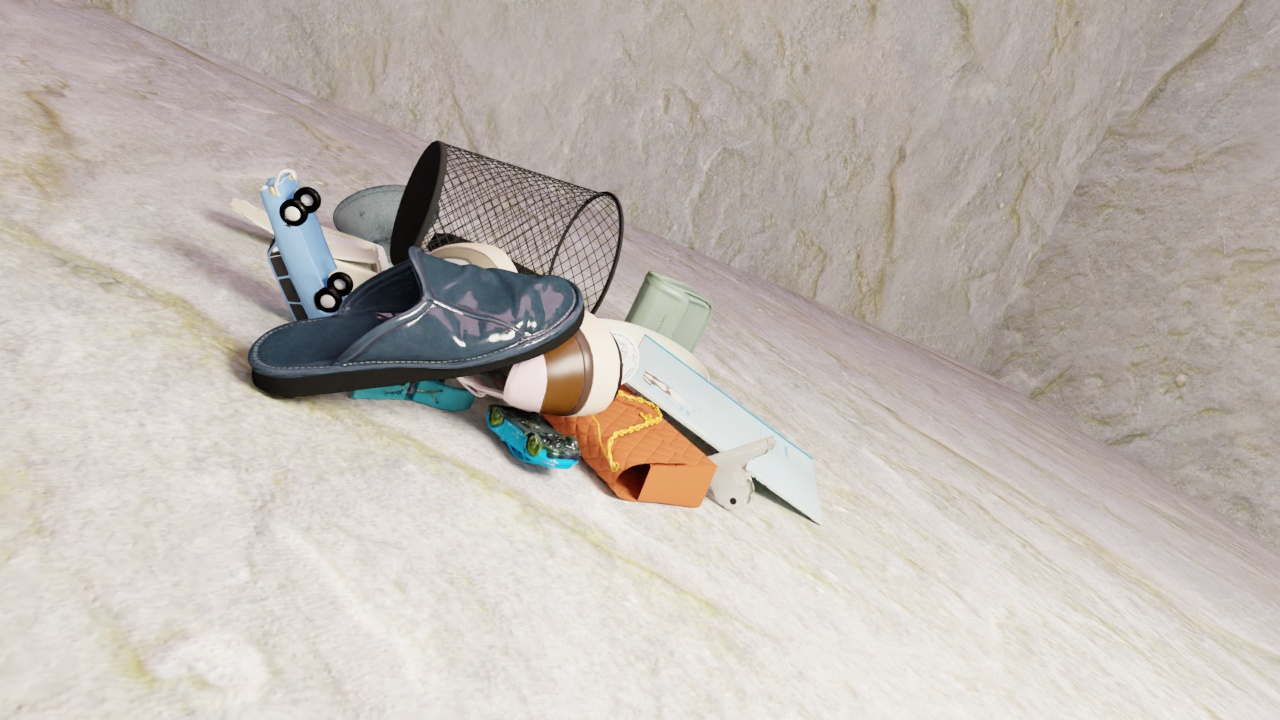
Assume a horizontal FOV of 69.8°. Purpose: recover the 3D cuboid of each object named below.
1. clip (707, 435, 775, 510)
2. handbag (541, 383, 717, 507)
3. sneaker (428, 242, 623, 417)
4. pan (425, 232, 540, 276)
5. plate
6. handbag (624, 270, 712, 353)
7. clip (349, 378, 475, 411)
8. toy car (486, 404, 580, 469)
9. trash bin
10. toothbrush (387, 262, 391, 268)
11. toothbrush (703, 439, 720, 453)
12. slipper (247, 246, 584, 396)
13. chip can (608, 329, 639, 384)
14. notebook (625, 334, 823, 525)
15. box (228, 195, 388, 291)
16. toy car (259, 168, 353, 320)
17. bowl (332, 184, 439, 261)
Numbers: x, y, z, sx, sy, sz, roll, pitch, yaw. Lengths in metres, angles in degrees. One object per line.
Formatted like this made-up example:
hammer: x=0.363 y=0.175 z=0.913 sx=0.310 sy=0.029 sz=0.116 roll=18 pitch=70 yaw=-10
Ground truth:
clip: x=0.080 y=0.110 z=0.860 sx=0.052 sy=0.102 sz=0.059 roll=27 pitch=47 yaw=-56
handbag: x=-0.022 y=0.065 z=0.856 sx=0.108 sy=0.060 sz=0.172 roll=9 pitch=20 yaw=-38
sneaker: x=-0.151 y=-0.027 z=0.837 sx=0.116 sy=0.112 sz=0.294 roll=-5 pitch=29 yaw=-41
pan: x=-0.208 y=-0.123 z=1.234 sx=0.225 sy=0.034 sz=0.356 roll=28 pitch=5 yaw=12
plate: x=-0.007 y=0.007 z=1.118 sx=0.182 sy=0.034 sz=0.182 roll=18 pitch=23 yaw=-8
handbag: x=0.029 y=-0.049 z=1.259 sx=0.106 sy=0.122 sz=0.067 roll=19 pitch=15 yaw=-31
clip: x=-0.212 y=0.009 z=0.809 sx=0.130 sy=0.030 sz=0.120 roll=17 pitch=19 yaw=-32
toy car: x=-0.093 y=0.066 z=0.775 sx=0.048 sy=0.032 sz=0.105 roll=10 pitch=13 yaw=-44
trash bin: x=-0.157 y=-0.140 z=1.038 sx=0.210 sy=0.184 sz=0.184 roll=18 pitch=14 yaw=-28
toothbrush: x=-0.322 y=-0.121 z=1.152 sx=0.155 sy=0.016 sz=0.022 roll=30 pitch=55 yaw=23
toothbrush: x=0.085 y=0.107 z=0.964 sx=0.014 sy=0.014 sz=0.167 roll=11 pitch=16 yaw=-7
slipper: x=-0.170 y=-0.044 z=0.716 sx=0.265 sy=0.084 sz=0.109 roll=-11 pitch=34 yaw=-17
chip can: x=-0.063 y=-0.011 z=0.924 sx=0.051 sy=0.052 sz=0.215 roll=19 pitch=-2 yaw=-21
notebook: x=0.094 y=0.068 z=1.007 sx=0.253 sy=0.009 sz=0.180 roll=36 pitch=16 yaw=-4
box: x=-0.375 y=-0.132 z=1.037 sx=0.184 sy=0.044 sz=0.143 roll=18 pitch=14 yaw=-26
toy car: x=-0.308 y=-0.096 z=0.834 sx=0.055 sy=0.153 sz=0.056 roll=-13 pitch=25 yaw=3
bowl: x=-0.325 y=-0.167 z=1.193 sx=0.137 sy=0.137 sz=0.057 roll=9 pitch=60 yaw=-48
